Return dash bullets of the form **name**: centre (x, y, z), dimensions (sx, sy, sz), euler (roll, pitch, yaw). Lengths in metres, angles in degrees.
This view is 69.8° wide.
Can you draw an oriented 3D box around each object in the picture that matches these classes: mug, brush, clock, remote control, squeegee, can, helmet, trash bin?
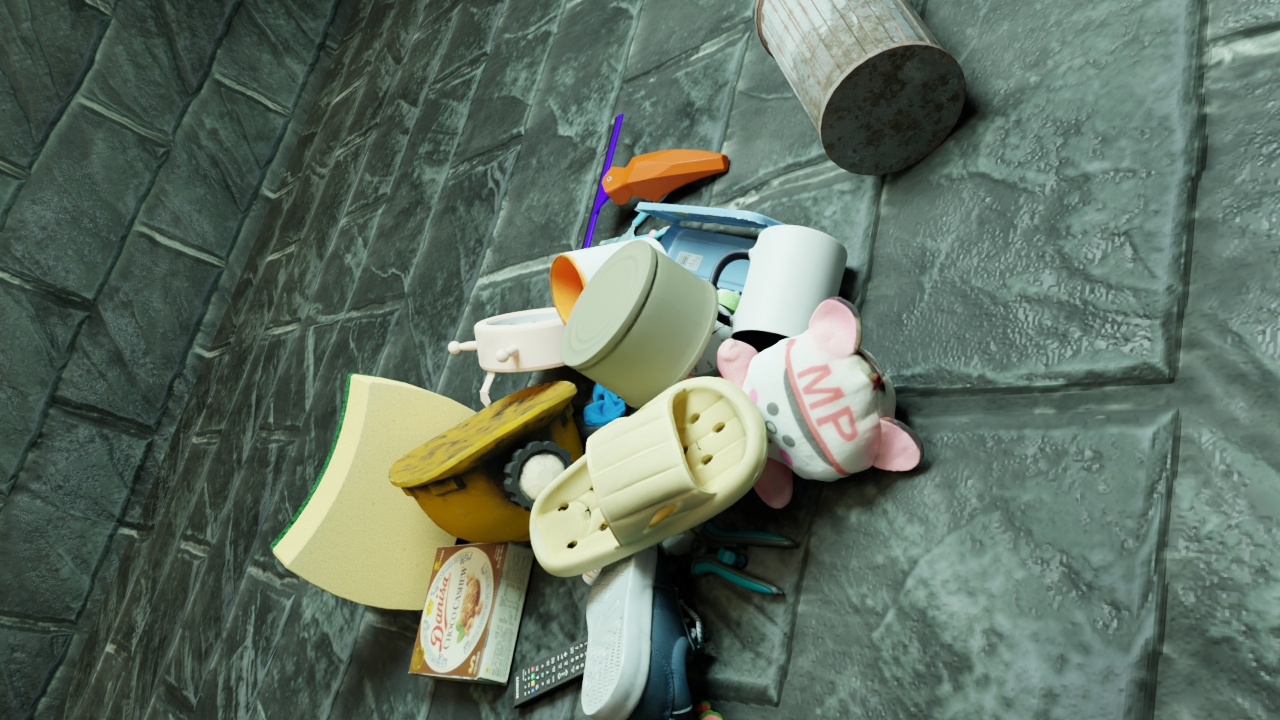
- **mug**: centre (-0.030, -0.081, 0.957), dimensions (0.082, 0.105, 0.082), euler (35, 133, 48)
- **brush**: centre (-0.288, 0.155, 1.075), dimensions (0.075, 0.195, 0.250), euler (12, 77, 54)
- **clock**: centre (-0.113, -0.015, 1.025), dimensions (0.131, 0.160, 0.086), euler (8, 115, 53)
- **remote control**: centre (-0.076, 0.294, 0.870), dimensions (0.147, 0.015, 0.033), euler (-36, 43, 33)
- **squeegee**: centre (0.015, -0.209, 1.043), dimensions (0.185, 0.055, 0.249), euler (-5, 60, 33)
- **mug**: centre (0.112, -0.058, 0.791), dimensions (0.112, 0.078, 0.096), euler (12, 74, 19)
- **can**: centre (-0.003, -0.032, 0.784), dimensions (0.128, 0.073, 0.127), euler (-43, 28, 30)
- **helmet**: centre (-0.137, 0.120, 0.948), dimensions (0.204, 0.131, 0.256), euler (-31, 9, -23)
- **clock**: centre (0.055, -0.020, 0.856), dimensions (0.094, 0.042, 0.119), euler (-4, 72, 16)
- **trash bin**: centre (0.187, -0.277, 0.816), dimensions (0.131, 0.130, 0.210), euler (-41, 42, 28)

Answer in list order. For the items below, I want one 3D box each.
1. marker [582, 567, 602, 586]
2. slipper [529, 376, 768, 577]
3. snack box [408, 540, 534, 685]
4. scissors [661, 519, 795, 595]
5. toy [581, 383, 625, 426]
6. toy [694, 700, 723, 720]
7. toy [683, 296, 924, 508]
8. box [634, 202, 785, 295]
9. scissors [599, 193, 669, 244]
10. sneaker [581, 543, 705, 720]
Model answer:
- **marker**: centre (-0.008, 0.156, 0.873), dimensions (0.146, 0.017, 0.017), euler (-54, 36, 13)
- **slipper**: centre (-0.018, 0.094, 0.732), dimensions (0.262, 0.079, 0.111), euler (-37, 53, 34)
- **snack box**: centre (-0.185, 0.274, 1.000), dimensions (0.147, 0.041, 0.143), euler (-16, 56, 46)
- **scissors**: centre (0.070, 0.164, 0.766), dimensions (0.131, 0.019, 0.149), euler (-44, 40, 23)
- **toy**: centre (-0.006, 0.005, 0.930), dimensions (0.177, 0.071, 0.112), euler (-41, 29, 28)
- **toy**: centre (0.043, 0.312, 0.684), dimensions (0.084, 0.046, 0.103), euler (-40, 43, 8)
- **toy**: centre (0.112, 0.042, 0.731), dimensions (0.214, 0.084, 0.142), euler (-27, 77, 46)
- **box**: centre (0.062, -0.120, 0.916), dimensions (0.210, 0.079, 0.072), euler (22, 82, 55)
- **scissors**: centre (-0.003, -0.161, 1.083), dimensions (0.139, 0.015, 0.119), euler (3, 69, 47)
- **sneaker**: centre (0.008, 0.220, 0.757), dimensions (0.089, 0.087, 0.235), euler (-56, 12, 21)
